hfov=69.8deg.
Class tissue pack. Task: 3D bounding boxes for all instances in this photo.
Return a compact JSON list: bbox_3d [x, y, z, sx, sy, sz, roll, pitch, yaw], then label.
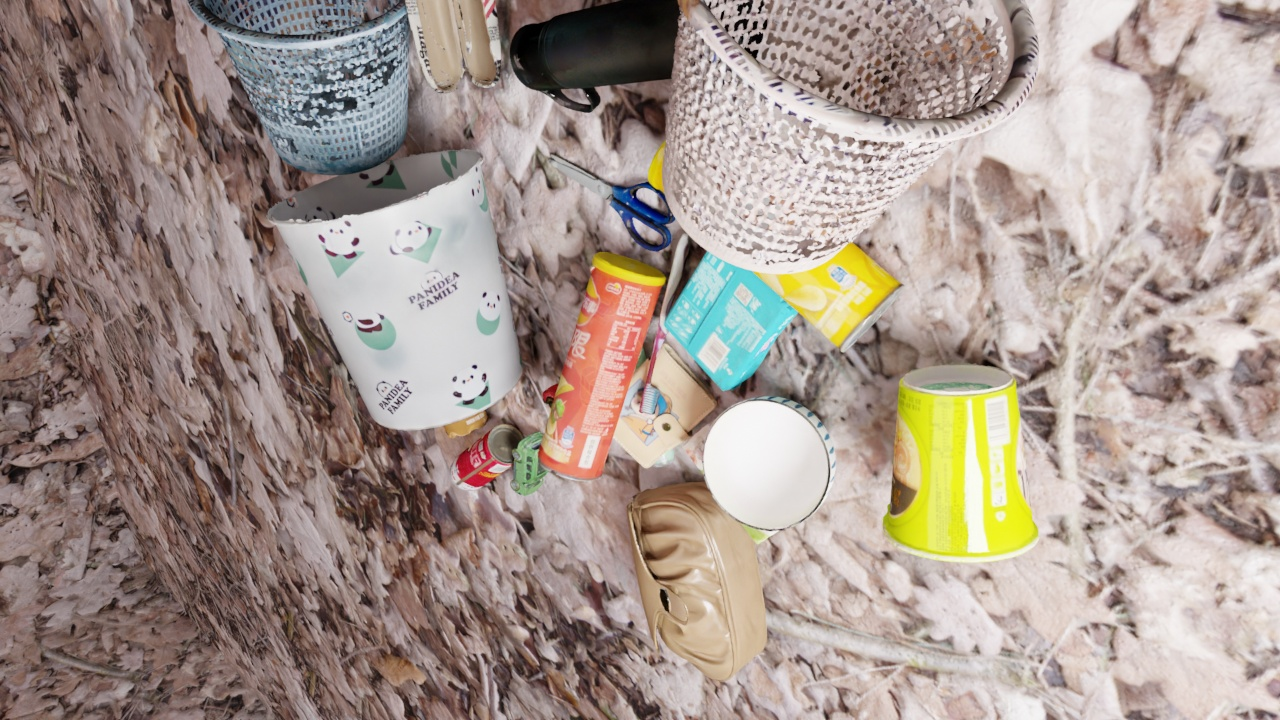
[{"bbox_3d":[0.083,-0.046,0.804,0.093,0.050,0.134,48,138,16],"label":"tissue pack"}]

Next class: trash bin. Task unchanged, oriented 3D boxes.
[{"bbox_3d":[-0.251,-0.076,1.011,0.230,0.228,0.252,13,126,41],"label":"trash bin"},{"bbox_3d":[0.107,-0.168,0.606,0.227,0.226,0.193,48,151,15],"label":"trash bin"},{"bbox_3d":[-0.336,-0.318,0.979,0.226,0.226,0.195,39,148,24],"label":"trash bin"}]

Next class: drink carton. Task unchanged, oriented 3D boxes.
[{"bbox_3d":[0.098,0.113,0.883,0.122,0.045,0.054,53,138,8],"label":"drink carton"}]

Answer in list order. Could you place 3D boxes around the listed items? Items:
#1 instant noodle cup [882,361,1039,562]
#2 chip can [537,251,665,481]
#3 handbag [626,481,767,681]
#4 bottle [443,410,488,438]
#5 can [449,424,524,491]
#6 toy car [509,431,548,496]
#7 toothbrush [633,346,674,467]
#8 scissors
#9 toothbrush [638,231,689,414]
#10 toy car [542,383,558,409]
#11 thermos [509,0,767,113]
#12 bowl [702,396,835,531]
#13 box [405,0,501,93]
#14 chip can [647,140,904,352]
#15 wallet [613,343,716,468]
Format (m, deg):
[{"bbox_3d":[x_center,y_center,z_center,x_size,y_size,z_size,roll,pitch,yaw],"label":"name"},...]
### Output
[{"bbox_3d":[0.235,0.069,0.680,0.112,0.111,0.123,7,108,44],"label":"instant noodle cup"},{"bbox_3d":[-0.039,0.008,0.891,0.073,0.073,0.217,27,108,33],"label":"chip can"},{"bbox_3d":[0.052,0.229,0.956,0.148,0.099,0.204,5,112,48],"label":"handbag"},{"bbox_3d":[-0.252,0.010,1.176,0.058,0.057,0.175,-10,104,48],"label":"bottle"},{"bbox_3d":[-0.201,0.129,1.195,0.133,0.053,0.053,-35,85,50],"label":"can"},{"bbox_3d":[-0.135,0.131,1.135,0.036,0.043,0.091,35,134,27],"label":"toy car"},{"bbox_3d":[-0.006,0.006,0.943,0.027,0.026,0.224,4,115,54],"label":"toothbrush"},{"bbox_3d":[-0.030,-0.171,0.879,0.174,0.012,0.108,52,141,12],"label":"scissors"},{"bbox_3d":[0.025,-0.032,0.872,0.017,0.016,0.188,17,112,11],"label":"toothbrush"},{"bbox_3d":[-0.062,0.042,1.005,0.106,0.049,0.031,17,123,40],"label":"toy car"},{"bbox_3d":[-0.006,-0.258,0.772,0.243,0.068,0.090,9,145,45],"label":"thermos"},{"bbox_3d":[0.120,0.087,0.817,0.117,0.066,0.116,4,99,26],"label":"bowl"},{"bbox_3d":[-0.191,-0.343,0.890,0.076,0.087,0.163,32,137,50],"label":"box"},{"bbox_3d":[0.103,-0.101,0.725,0.213,0.071,0.072,44,137,13],"label":"chip can"},{"bbox_3d":[0.016,0.049,0.923,0.087,0.024,0.115,49,118,5],"label":"wallet"}]
